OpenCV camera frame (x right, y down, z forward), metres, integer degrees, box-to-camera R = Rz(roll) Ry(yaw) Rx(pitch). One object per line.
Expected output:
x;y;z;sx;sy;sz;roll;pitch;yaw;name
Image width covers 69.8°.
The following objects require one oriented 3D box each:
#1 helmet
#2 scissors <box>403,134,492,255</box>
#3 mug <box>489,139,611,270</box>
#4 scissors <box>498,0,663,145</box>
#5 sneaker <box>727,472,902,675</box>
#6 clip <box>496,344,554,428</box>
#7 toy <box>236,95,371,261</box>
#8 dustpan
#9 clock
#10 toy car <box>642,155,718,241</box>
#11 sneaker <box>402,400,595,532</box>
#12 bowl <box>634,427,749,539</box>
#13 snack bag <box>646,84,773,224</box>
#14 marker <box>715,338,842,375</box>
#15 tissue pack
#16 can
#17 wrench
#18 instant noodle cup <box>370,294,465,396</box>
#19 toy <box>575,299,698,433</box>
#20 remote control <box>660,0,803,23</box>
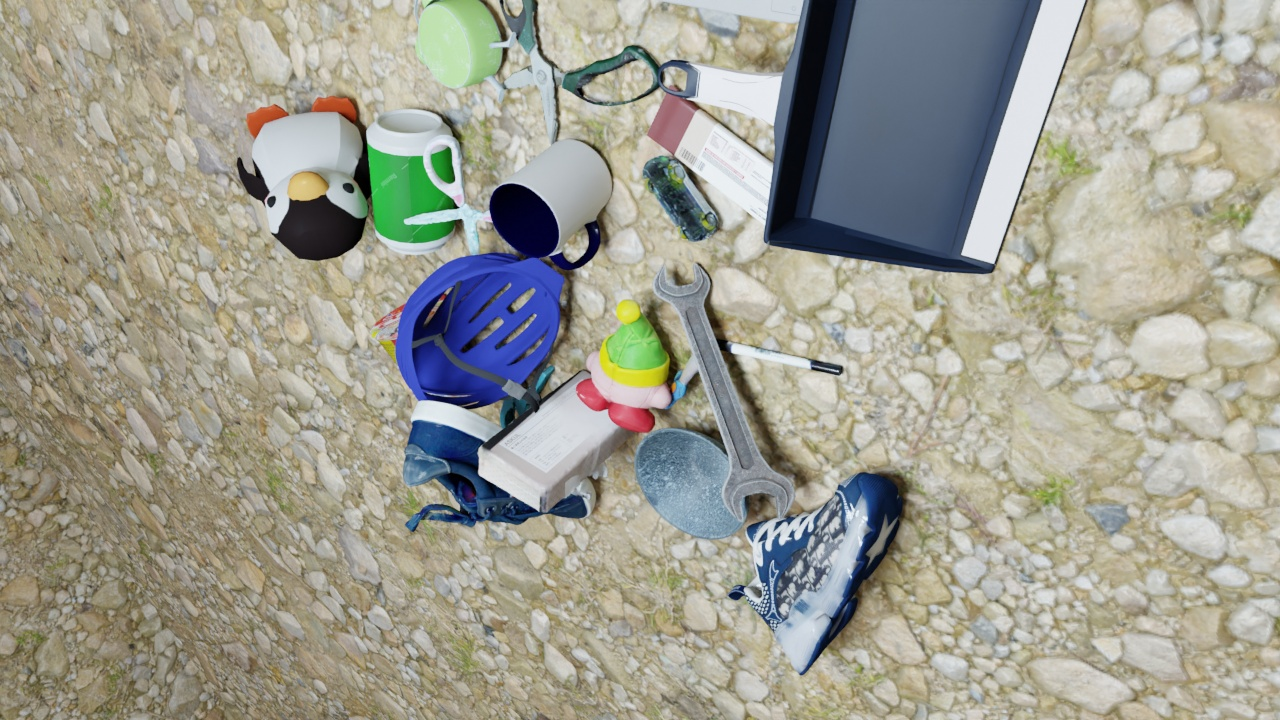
-0.173;-0.006;0.967;0.147;0.227;0.242;35;115;-31;helmet
-0.168;-0.163;0.939;0.171;0.013;0.177;-3;143;11;scissors
-0.078;-0.142;0.884;0.079;0.096;0.112;-7;120;39;mug
-0.067;-0.292;0.843;0.206;0.015;0.202;13;126;31;scissors
0.165;0.196;0.928;0.132;0.103;0.270;36;136;24;sneaker
-0.152;0.044;1.107;0.097;0.026;0.116;25;123;27;clip
-0.357;-0.179;1.017;0.140;0.159;0.184;90;164;-50;toy
0.150;-0.190;0.681;0.273;0.079;0.237;21;128;21;dustpan
-0.179;-0.313;0.889;0.119;0.042;0.095;43;139;18;clock
0.038;-0.150;0.842;0.039;0.027;0.090;-20;111;48;toy car
-0.162;0.154;1.040;0.121;0.127;0.294;1;157;35;sneaker
0.066;0.117;0.972;0.137;0.057;0.137;19;127;27;bowl
0.076;-0.175;0.808;0.158;0.013;0.057;39;134;11;snack bag
0.122;-0.005;0.884;0.152;0.011;0.011;14;125;30;marker
-0.079;0.091;0.978;0.104;0.180;0.071;28;127;20;tissue pack
-0.246;-0.192;0.992;0.088;0.087;0.140;25;130;23;can
0.079;0.032;0.893;0.070;0.010;0.273;-21;95;0;wrench
-0.256;-0.009;1.121;0.101;0.100;0.112;-2;124;38;instant noodle cup
-0.006;0.006;0.938;0.124;0.096;0.131;34;106;28;toy
0.074;-0.312;0.718;0.151;0.019;0.074;21;128;27;remote control
